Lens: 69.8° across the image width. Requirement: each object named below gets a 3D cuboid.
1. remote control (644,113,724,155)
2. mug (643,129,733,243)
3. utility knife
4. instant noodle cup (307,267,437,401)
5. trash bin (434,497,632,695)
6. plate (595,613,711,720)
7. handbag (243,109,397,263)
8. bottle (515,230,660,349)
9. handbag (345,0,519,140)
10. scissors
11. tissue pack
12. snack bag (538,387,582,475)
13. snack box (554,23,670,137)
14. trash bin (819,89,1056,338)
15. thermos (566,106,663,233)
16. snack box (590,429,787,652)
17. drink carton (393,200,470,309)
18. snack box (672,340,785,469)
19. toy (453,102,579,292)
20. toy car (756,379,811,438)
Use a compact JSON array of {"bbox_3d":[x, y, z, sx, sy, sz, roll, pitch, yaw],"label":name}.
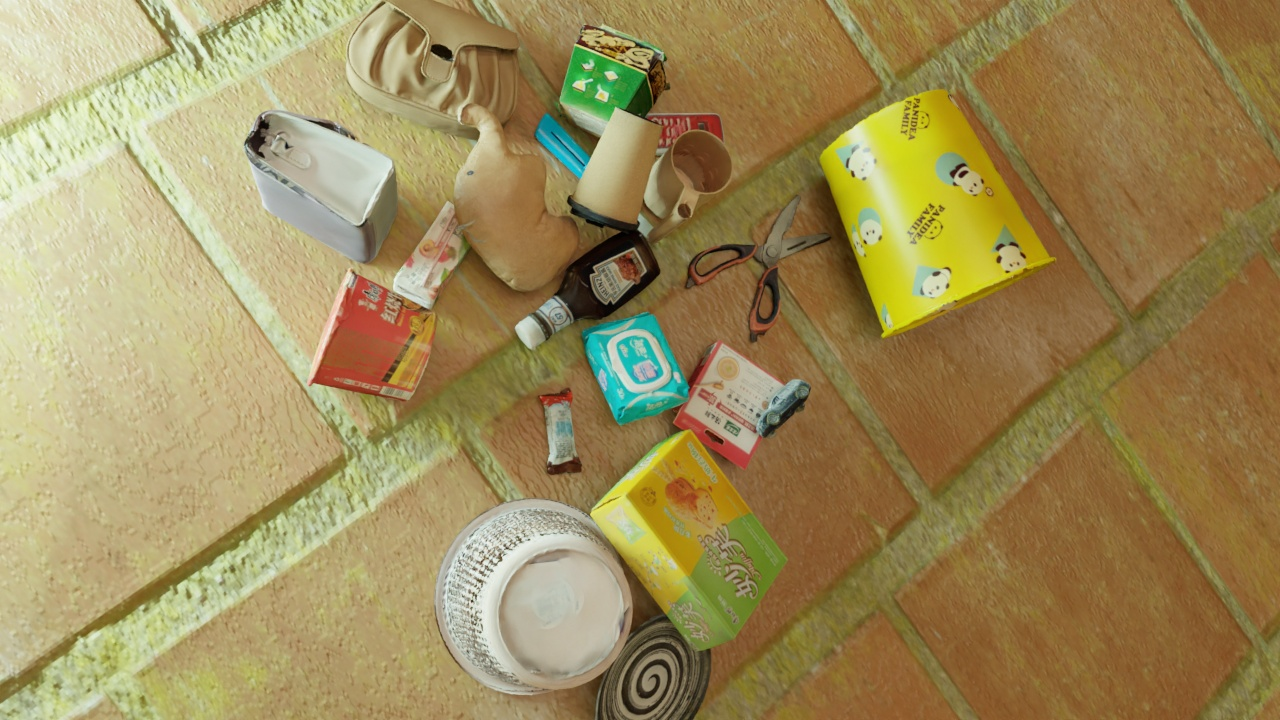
[{"bbox_3d":[0.045,-0.299,1.212,0.135,0.020,0.056,-4,84,-17],"label":"remote control"},{"bbox_3d":[0.051,-0.212,1.150,0.084,0.104,0.124,25,70,-15],"label":"mug"},{"bbox_3d":[-0.053,-0.230,1.176,0.214,0.018,0.034,44,73,-7],"label":"utility knife"},{"bbox_3d":[-0.296,-0.019,1.022,0.108,0.138,0.137,20,77,-21],"label":"instant noodle cup"},{"bbox_3d":[-0.104,0.263,0.998,0.227,0.192,0.227,2,81,-15],"label":"trash bin"},{"bbox_3d":[0.014,0.378,1.071,0.179,0.024,0.179,-9,104,-39],"label":"plate"},{"bbox_3d":[-0.341,-0.189,0.995,0.145,0.197,0.098,23,79,-12],"label":"handbag"},{"bbox_3d":[-0.067,-0.083,1.129,0.194,0.044,0.080,-37,119,-17],"label":"bottle"},{"bbox_3d":[-0.242,-0.356,1.097,0.204,0.100,0.147,15,81,-17],"label":"handbag"},{"bbox_3d":[0.159,-0.131,1.223,0.189,0.015,0.226,16,77,-13],"label":"scissors"},{"bbox_3d":[-0.007,0.007,1.120,0.093,0.050,0.133,-19,66,-17],"label":"tissue pack"},{"bbox_3d":[-0.097,0.086,1.111,0.045,0.026,0.105,-5,84,-26],"label":"snack bag"},{"bbox_3d":[-0.037,-0.336,1.145,0.117,0.118,0.105,24,87,9],"label":"snack box"},{"bbox_3d":[0.369,-0.190,1.189,0.229,0.230,0.255,-21,83,-18],"label":"trash bin"},{"bbox_3d":[-0.027,-0.222,1.092,0.093,0.093,0.143,18,106,-13],"label":"thermos"},{"bbox_3d":[0.062,0.208,1.082,0.210,0.070,0.157,53,42,-2],"label":"snack box"},{"bbox_3d":[-0.240,-0.125,1.092,0.053,0.046,0.122,32,74,-8],"label":"drink carton"},{"bbox_3d":[0.109,0.058,1.164,0.113,0.044,0.127,34,73,-10],"label":"snack box"},{"bbox_3d":[-0.159,-0.188,1.075,0.143,0.083,0.226,-49,121,-38],"label":"toy"},{"bbox_3d":[0.176,0.059,1.140,0.034,0.043,0.090,41,66,20],"label":"toy car"}]
